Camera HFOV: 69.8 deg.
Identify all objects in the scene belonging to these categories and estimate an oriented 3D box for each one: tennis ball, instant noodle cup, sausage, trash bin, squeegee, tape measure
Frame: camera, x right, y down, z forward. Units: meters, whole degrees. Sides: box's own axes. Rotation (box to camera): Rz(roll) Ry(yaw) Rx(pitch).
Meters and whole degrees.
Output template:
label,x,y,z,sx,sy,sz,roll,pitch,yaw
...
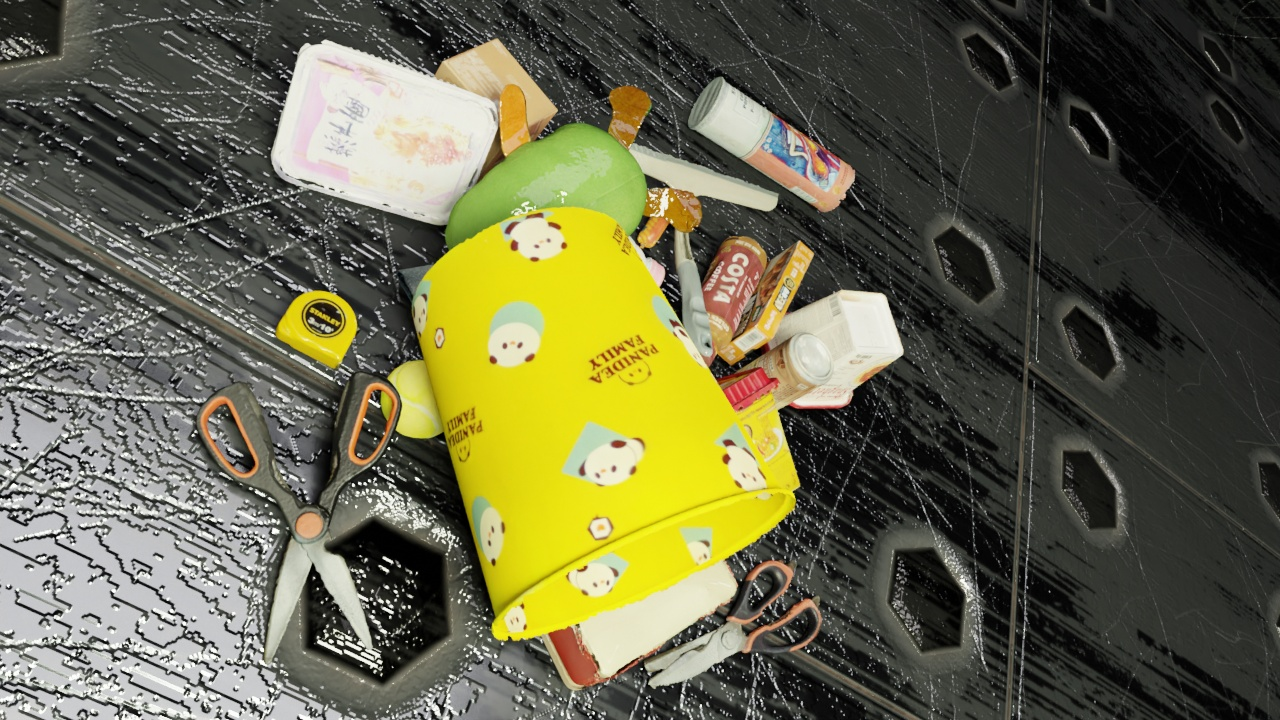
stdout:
label,x,y,z,sx,sy,sz,roll,pitch,yaw
tennis ball,-0.182,0.032,0.763,0.065,0.066,0.065,15,59,-28
instant noodle cup,0.213,-0.016,1.020,0.116,0.124,0.116,1,67,-34
sausage,0.034,-0.178,1.047,0.021,0.022,0.164,40,51,-11
trash bin,-0.045,0.042,0.688,0.229,0.230,0.255,-9,63,-37
instant noodle cup,-0.227,-0.207,0.821,0.173,0.138,0.060,15,37,-24
squeegee,0.052,-0.104,0.962,0.246,0.039,0.246,12,57,-27
tape measure,-0.266,-0.027,0.760,0.060,0.029,0.057,30,54,-18
instant noodle cup,0.087,0.086,0.898,0.115,0.116,0.123,-26,95,-40

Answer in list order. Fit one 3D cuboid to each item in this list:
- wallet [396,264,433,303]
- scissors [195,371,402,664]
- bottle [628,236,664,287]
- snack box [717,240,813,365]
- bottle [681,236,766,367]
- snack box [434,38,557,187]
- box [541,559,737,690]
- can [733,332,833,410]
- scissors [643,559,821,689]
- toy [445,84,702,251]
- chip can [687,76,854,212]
label,x,y,z,sx,sy,sz,roll,pitch,yaw
wallet,-0.150,-0.042,0.825,0.097,0.019,0.121,-17,65,-38
scissors,-0.255,0.103,0.693,0.224,0.022,0.220,32,70,-2
bottle,-0.064,-0.126,0.928,0.197,0.068,0.068,30,53,-24
snack box,0.140,-0.066,1.027,0.026,0.075,0.153,40,51,-12
bottle,0.086,-0.063,1.000,0.057,0.058,0.174,38,51,-13
snack box,-0.154,-0.242,0.902,0.093,0.095,0.076,49,49,-3
box,0.003,0.206,0.793,0.167,0.079,0.091,-21,79,-39
can,0.144,0.019,0.960,0.058,0.117,0.058,16,58,-28
scissors,0.088,0.248,0.873,0.206,0.015,0.194,28,55,-21
toy,-0.071,-0.143,0.836,0.246,0.090,0.227,-29,109,-19
chip can,0.166,-0.267,1.150,0.214,0.071,0.071,28,54,-21
